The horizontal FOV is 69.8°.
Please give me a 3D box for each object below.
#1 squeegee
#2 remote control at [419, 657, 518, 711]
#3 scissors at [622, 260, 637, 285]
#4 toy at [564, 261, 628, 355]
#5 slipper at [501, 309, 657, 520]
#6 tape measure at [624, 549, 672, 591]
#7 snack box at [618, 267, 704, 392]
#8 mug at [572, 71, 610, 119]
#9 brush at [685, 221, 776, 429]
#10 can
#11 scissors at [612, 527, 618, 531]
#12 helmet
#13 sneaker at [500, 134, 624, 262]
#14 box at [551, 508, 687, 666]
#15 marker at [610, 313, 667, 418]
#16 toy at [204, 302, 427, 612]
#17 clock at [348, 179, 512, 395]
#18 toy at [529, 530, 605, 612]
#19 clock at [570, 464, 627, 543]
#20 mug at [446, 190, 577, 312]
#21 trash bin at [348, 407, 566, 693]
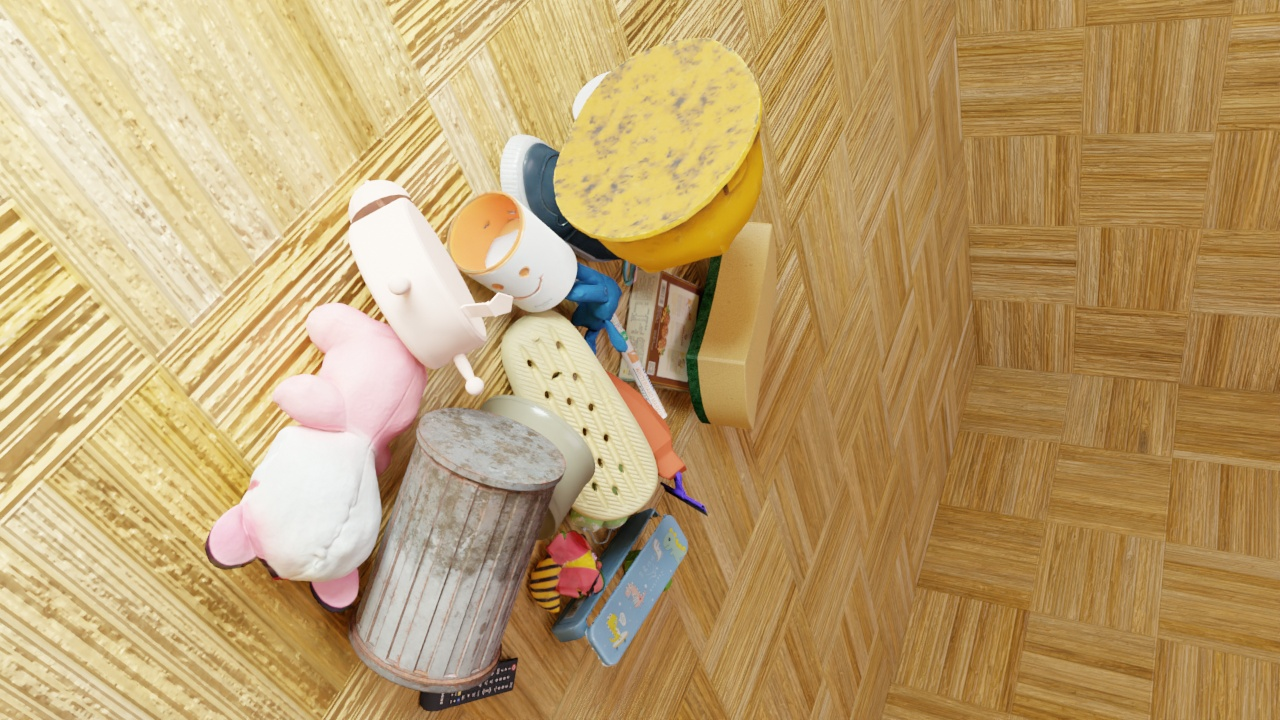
[{"bbox_3d":[0.007,0.088,1.091,0.055,0.250,0.185,-39,94,-8],"label":"squeegee"},{"bbox_3d":[-0.169,0.328,0.935,0.146,0.015,0.033,18,80,-61],"label":"remote control"},{"bbox_3d":[0.008,-0.155,1.085,0.015,0.120,0.138,2,98,-30],"label":"scissors"},{"bbox_3d":[-0.054,-0.063,0.992,0.176,0.071,0.112,84,-5,-69],"label":"toy"},{"bbox_3d":[-0.075,0.060,0.990,0.111,0.079,0.261,-34,115,-16],"label":"slipper"},{"bbox_3d":[0.011,0.274,1.203,0.035,0.059,0.066,-53,137,-43],"label":"tape measure"},{"bbox_3d":[0.032,-0.036,1.196,0.146,0.041,0.143,14,84,-61],"label":"snack box"},{"bbox_3d":[-0.021,-0.244,1.013,0.097,0.079,0.111,49,45,-53],"label":"mug"},{"bbox_3d":[0.132,-0.047,1.270,0.195,0.075,0.249,72,29,-60],"label":"brush"},{"bbox_3d":[-0.116,0.103,0.870,0.073,0.128,0.128,-57,142,-36],"label":"can"},{"bbox_3d":[-0.002,0.161,1.199,0.149,0.019,0.131,12,84,-62],"label":"scissors"},{"bbox_3d":[0.035,-0.174,0.884,0.131,0.206,0.254,54,31,-46],"label":"helmet"},{"bbox_3d":[-0.057,-0.161,0.962,0.235,0.087,0.089,27,72,-59],"label":"sneaker"},{"bbox_3d":[-0.016,0.275,1.112,0.079,0.073,0.209,49,45,-11],"label":"box"},{"bbox_3d":[-0.007,0.006,1.107,0.017,0.017,0.145,-41,107,-51],"label":"marker"},{"bbox_3d":[-0.232,0.073,0.700,0.142,0.084,0.212,57,46,-54],"label":"toy"},{"bbox_3d":[-0.166,-0.067,0.728,0.086,0.160,0.131,-34,135,-6],"label":"clock"},{"bbox_3d":[-0.082,0.237,1.039,0.103,0.046,0.084,-34,107,-44],"label":"toy"},{"bbox_3d":[-0.048,0.154,1.075,0.094,0.043,0.119,5,83,-60],"label":"clock"},{"bbox_3d":[-0.120,-0.101,0.869,0.105,0.082,0.082,35,65,-59],"label":"mug"},{"bbox_3d":[-0.153,0.160,0.756,0.130,0.131,0.211,-9,124,-60],"label":"trash bin"}]
